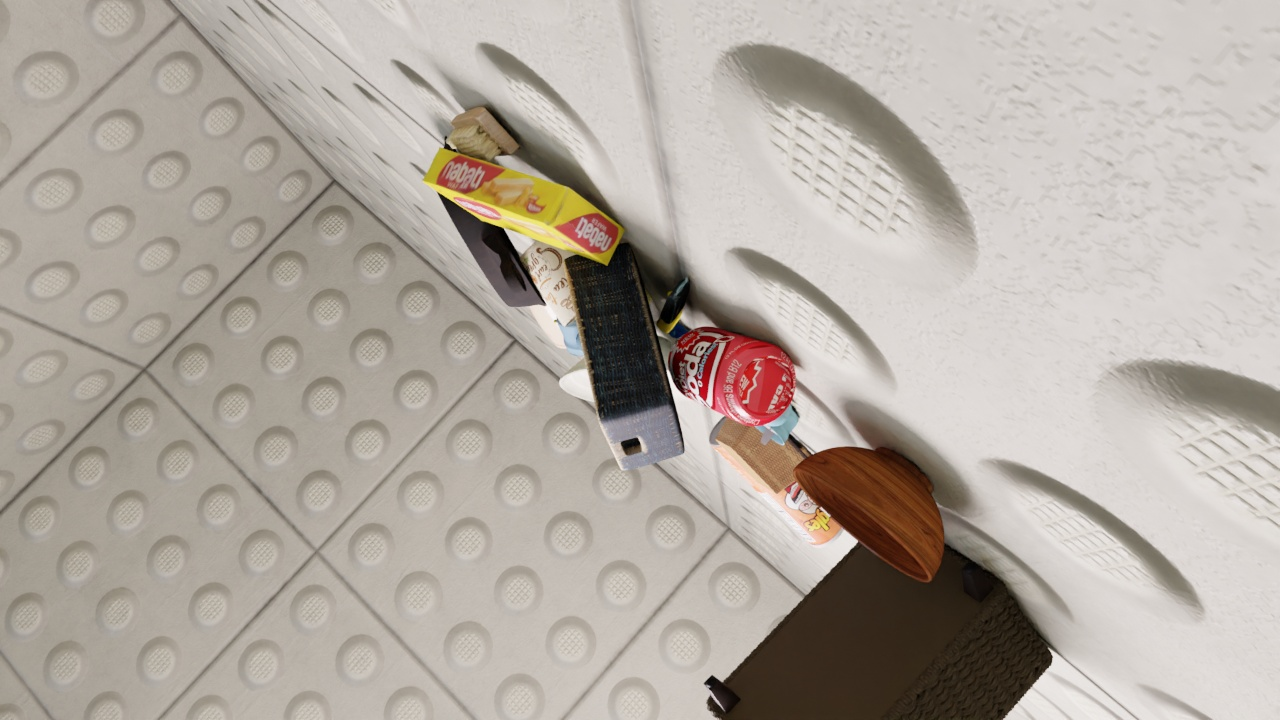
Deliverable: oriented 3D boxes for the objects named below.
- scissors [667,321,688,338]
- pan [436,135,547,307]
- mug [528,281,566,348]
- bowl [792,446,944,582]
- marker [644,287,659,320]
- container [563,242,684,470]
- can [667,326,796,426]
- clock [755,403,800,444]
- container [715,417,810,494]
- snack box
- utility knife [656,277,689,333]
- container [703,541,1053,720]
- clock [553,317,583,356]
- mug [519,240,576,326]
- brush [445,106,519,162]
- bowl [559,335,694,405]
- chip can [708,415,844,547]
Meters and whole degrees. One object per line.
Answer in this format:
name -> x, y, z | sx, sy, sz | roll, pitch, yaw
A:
scissors -> 0.058, -0.025, 1.000 | 0.086, 0.015, 0.135 | 45, 171, -5
pan -> -0.182, -0.138, 1.097 | 0.249, 0.043, 0.356 | 61, 178, -26
mug -> -0.117, -0.091, 1.312 | 0.104, 0.085, 0.111 | 53, -163, -44
bowl -> 0.212, 0.119, 0.803 | 0.147, 0.068, 0.147 | 41, 172, 7
marker -> -0.002, -0.078, 1.002 | 0.014, 0.014, 0.132 | 38, 171, 29
container -> -0.014, -0.002, 0.919 | 0.145, 0.071, 0.187 | 72, -177, -64
can -> 0.081, 0.012, 0.850 | 0.074, 0.074, 0.142 | 45, 172, -22
clock -> 0.123, 0.047, 0.959 | 0.087, 0.042, 0.123 | 36, 172, 40
container -> 0.144, 0.103, 1.082 | 0.114, 0.061, 0.063 | 45, 172, -22
snack box -> -0.117, -0.152, 0.893 | 0.201, 0.042, 0.092 | 24, 177, 38
utility knife -> 0.033, -0.055, 0.906 | 0.020, 0.028, 0.171 | 36, 171, 3
container -> 0.235, 0.323, 0.945 | 0.176, 0.320, 0.205 | 33, 162, 51
clock -> -0.055, -0.046, 1.167 | 0.124, 0.088, 0.052 | 28, 146, 52
mug -> -0.090, -0.106, 1.126 | 0.097, 0.081, 0.122 | 50, -171, -1
brush -> -0.162, -0.222, 0.918 | 0.049, 0.039, 0.117 | 47, 168, -25
bowl -> -0.006, 0.006, 1.091 | 0.177, 0.057, 0.177 | 3, 162, 1
chip can -> 0.179, 0.153, 1.184 | 0.210, 0.062, 0.062 | 45, 172, -19
